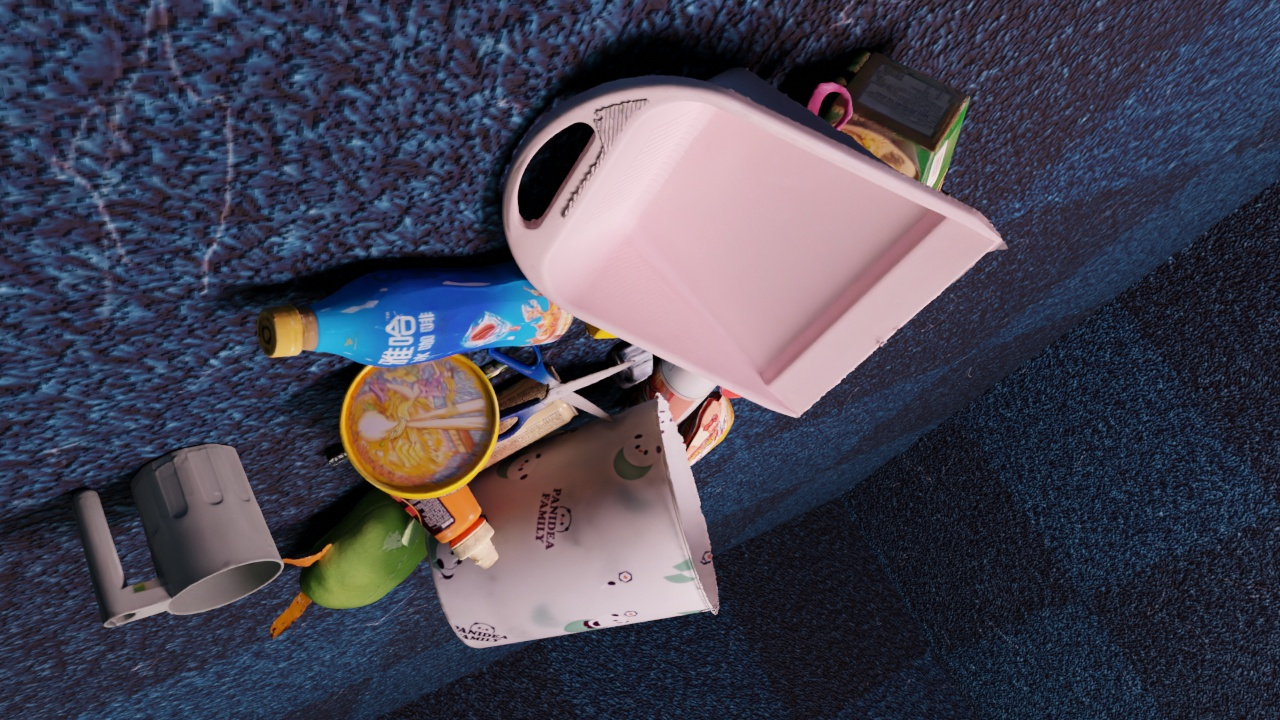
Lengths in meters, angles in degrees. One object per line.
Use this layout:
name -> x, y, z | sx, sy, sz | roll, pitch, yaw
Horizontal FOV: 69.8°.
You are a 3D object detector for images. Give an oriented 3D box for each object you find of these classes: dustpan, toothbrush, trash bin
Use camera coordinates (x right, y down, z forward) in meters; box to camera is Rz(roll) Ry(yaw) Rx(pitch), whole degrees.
dustpan -> 0.052, -0.065, 0.606 | 0.223, 0.273, 0.138 | -53, 176, 41
toothbrush -> -0.196, 0.044, 0.816 | 0.186, 0.012, 0.017 | -29, -156, -3
trash bin -> -0.068, 0.177, 0.949 | 0.252, 0.229, 0.229 | -16, 163, 7

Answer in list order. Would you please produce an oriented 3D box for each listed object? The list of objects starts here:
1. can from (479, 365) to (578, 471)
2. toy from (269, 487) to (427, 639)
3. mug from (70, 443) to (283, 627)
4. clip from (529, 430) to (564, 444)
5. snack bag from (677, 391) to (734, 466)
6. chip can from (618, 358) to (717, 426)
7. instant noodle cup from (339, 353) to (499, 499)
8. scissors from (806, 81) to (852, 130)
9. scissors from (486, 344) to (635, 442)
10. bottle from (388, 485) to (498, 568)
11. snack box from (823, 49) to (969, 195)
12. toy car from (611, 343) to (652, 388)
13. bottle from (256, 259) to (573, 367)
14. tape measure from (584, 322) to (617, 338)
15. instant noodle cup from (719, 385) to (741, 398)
can -> -0.123, 0.057, 0.888 | 0.116, 0.058, 0.058 | -29, 162, -1
toy -> -0.292, 0.206, 0.983 | 0.247, 0.090, 0.226 | -44, 158, 29
mug -> -0.343, 0.129, 0.681 | 0.123, 0.103, 0.084 | -10, 154, -43
clip -> -0.124, 0.078, 0.993 | 0.099, 0.034, 0.070 | -4, 151, -36
snack bag -> 0.069, 0.088, 1.146 | 0.129, 0.073, 0.207 | -53, 175, 11
chip can -> 0.041, 0.030, 1.044 | 0.071, 0.071, 0.215 | -17, 158, -34
instant noodle cup -> -0.174, 0.058, 0.743 | 0.118, 0.118, 0.115 | -25, 169, -14
scissors -> 0.099, -0.138, 0.649 | 0.017, 0.134, 0.134 | -75, 180, -52
scissors -> -0.088, 0.029, 0.833 | 0.162, 0.012, 0.176 | -37, 135, 7
bottle -> -0.182, 0.129, 0.839 | 0.067, 0.149, 0.066 | -37, -176, 3
snack box -> 0.179, -0.152, 0.679 | 0.118, 0.117, 0.106 | -53, 167, -32
toy car -> -0.006, 0.006, 0.974 | 0.043, 0.034, 0.091 | -29, 163, -14
bottle -> -0.145, -0.032, 0.618 | 0.218, 0.065, 0.065 | -10, 153, -43
tape measure -> -0.015, -0.046, 0.827 | 0.060, 0.029, 0.057 | -42, 157, 32
instant noodle cup -> 0.164, -0.032, 1.076 | 0.193, 0.066, 0.194 | -26, 160, -10
